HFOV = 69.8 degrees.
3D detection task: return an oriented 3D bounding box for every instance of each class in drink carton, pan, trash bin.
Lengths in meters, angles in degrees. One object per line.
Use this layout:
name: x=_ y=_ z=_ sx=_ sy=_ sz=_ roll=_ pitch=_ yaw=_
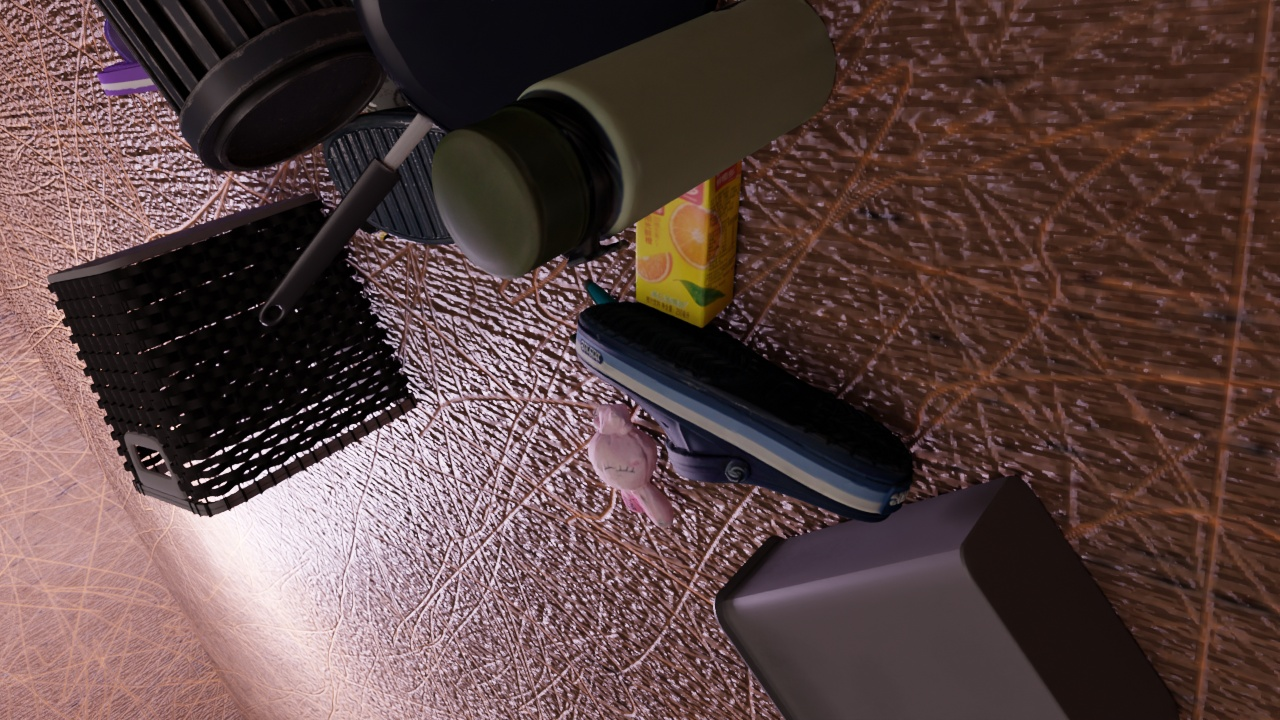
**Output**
drink carton: x=0.031 y=-0.094 z=0.587 sx=0.058 sy=0.042 sz=0.135 roll=24 pitch=134 yaw=28
pan: x=-0.101 y=-0.146 z=0.494 sx=0.198 sy=0.357 sz=0.021 roll=34 pitch=-163 yaw=-34
trash bin: x=-0.277 y=-0.248 z=0.574 sx=0.227 sy=0.163 sz=0.165 roll=55 pitch=142 yaw=-4
trash bin: x=0.186 y=0.194 z=0.600 sx=0.192 sy=0.097 sz=0.220 roll=55 pitch=141 yaw=-2

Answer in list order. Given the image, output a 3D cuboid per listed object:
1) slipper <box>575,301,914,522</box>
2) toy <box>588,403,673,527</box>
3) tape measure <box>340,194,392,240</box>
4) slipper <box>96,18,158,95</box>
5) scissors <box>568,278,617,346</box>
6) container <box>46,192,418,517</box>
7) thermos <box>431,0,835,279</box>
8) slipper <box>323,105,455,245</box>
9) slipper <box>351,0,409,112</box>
slipper: x=0.052 y=0.042 z=0.607 sx=0.253 sy=0.104 sz=0.095 roll=29 pitch=117 yaw=25
toy: x=-0.010 y=0.089 z=0.764 sx=0.064 sy=0.047 sz=0.110 roll=0 pitch=122 yaw=56
tape measure: x=-0.236 y=-0.146 z=0.823 sx=0.071 sy=0.042 sz=0.072 roll=52 pitch=145 yaw=-3
slipper: x=-0.403 y=-0.301 z=0.827 sx=0.267 sy=0.107 sz=0.084 roll=9 pitch=126 yaw=35
scissors: x=-0.006 y=-0.001 z=0.712 sx=0.125 sy=0.019 sz=0.156 roll=-11 pitch=108 yaw=50
container: x=-0.430 y=-0.017 z=0.963 sx=0.248 sy=0.244 sz=0.244 roll=1 pitch=115 yaw=46
thermos: x=0.006 y=-0.111 z=0.445 sx=0.082 sy=0.230 sz=0.082 roll=26 pitch=134 yaw=30
slipper: x=-0.104 y=-0.144 z=0.667 sx=0.264 sy=0.082 sz=0.101 roll=3 pitch=123 yaw=22
slipper: x=-0.267 y=-0.293 z=0.682 sx=0.269 sy=0.054 sz=0.098 roll=41 pitch=104 yaw=-8
